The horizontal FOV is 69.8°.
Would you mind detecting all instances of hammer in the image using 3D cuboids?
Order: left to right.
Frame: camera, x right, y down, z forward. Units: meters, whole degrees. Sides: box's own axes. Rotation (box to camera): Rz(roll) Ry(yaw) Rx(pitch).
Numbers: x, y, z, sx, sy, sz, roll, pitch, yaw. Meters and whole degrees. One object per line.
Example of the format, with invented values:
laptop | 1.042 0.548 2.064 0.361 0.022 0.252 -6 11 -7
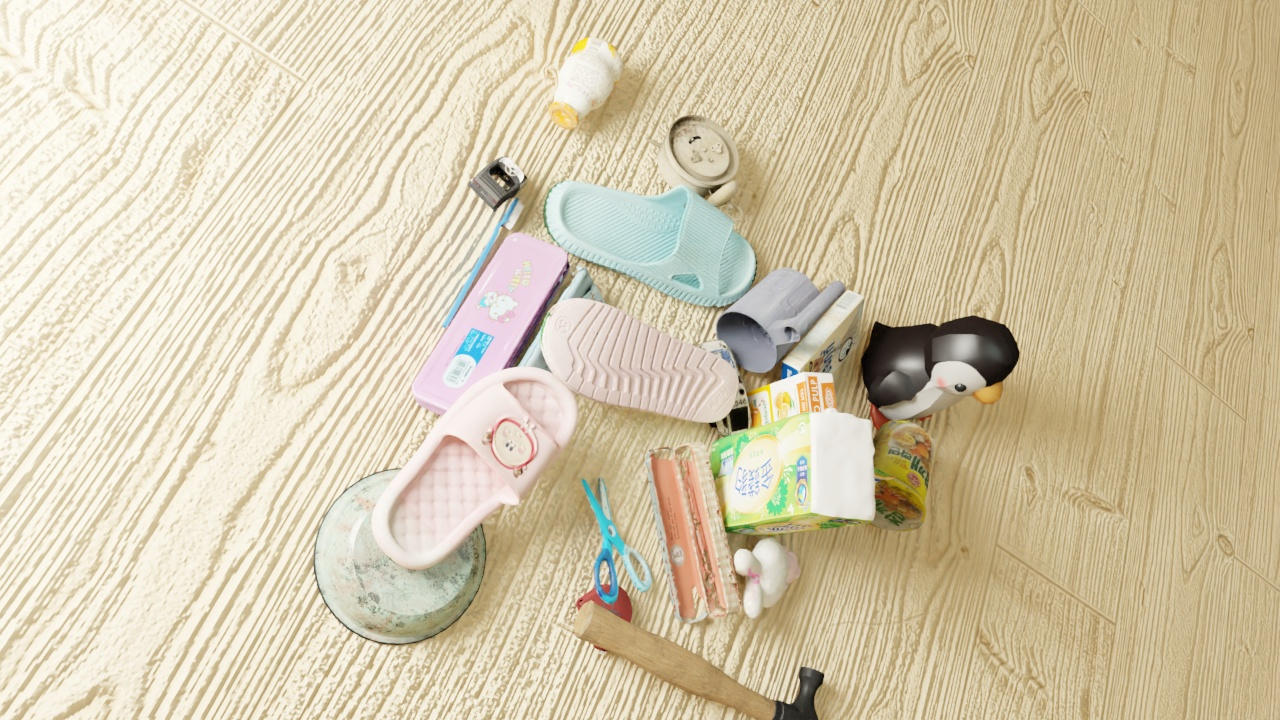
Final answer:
hammer | 0.060 0.325 0.923 0.305 0.040 0.132 33 61 -23

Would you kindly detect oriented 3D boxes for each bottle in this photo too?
bottle | -0.064 -0.306 1.020 0.063 0.063 0.108 35 62 -17

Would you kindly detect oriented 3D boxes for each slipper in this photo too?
slipper | -0.143 0.091 0.814 0.221 0.056 0.107 -45 110 -25
slipper | -0.006 0.006 0.954 0.239 0.064 0.094 20 89 -31
slipper | 0.024 -0.136 1.022 0.276 0.070 0.115 15 73 -25

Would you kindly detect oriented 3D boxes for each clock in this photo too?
clock | 0.074 -0.221 1.081 0.092 0.055 0.141 -34 87 -33

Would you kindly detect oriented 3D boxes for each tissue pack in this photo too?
tissue pack | 0.180 0.127 0.961 0.141 0.198 0.120 11 78 -25

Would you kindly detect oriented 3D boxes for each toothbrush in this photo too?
toothbrush | -0.159 -0.100 0.936 0.014 0.016 0.166 33 63 -19

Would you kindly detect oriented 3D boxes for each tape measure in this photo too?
tape measure | -0.033 0.253 0.910 0.051 0.019 0.059 -26 97 -35

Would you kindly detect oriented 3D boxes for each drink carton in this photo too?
drink carton | 0.165 0.054 1.016 0.040 0.123 0.058 3 75 -29

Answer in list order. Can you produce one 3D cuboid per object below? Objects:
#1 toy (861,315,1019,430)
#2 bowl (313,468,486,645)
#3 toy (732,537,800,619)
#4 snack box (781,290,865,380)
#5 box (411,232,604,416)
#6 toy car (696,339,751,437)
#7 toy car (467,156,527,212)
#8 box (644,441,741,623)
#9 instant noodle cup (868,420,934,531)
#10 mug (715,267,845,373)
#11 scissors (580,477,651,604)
toy | 0.365 -0.004 1.111 0.158 0.185 0.140 -15 83 -32
bowl | -0.207 0.173 0.820 0.157 0.039 0.157 8 73 -28
toy | 0.137 0.231 0.996 0.125 0.037 0.076 -4 88 -56
snack box | 0.217 -0.010 1.092 0.026 0.082 0.149 28 54 28
box | -0.118 -0.017 0.914 0.140 0.062 0.213 37 62 -20
toy car | 0.095 0.030 1.031 0.048 0.041 0.112 -12 82 -33
toy car | -0.144 -0.184 0.940 0.040 0.037 0.092 45 27 -10
box | 0.054 0.178 0.960 0.076 0.055 0.187 -13 80 1
instant noodle cup | 0.304 0.133 1.097 0.102 0.102 0.108 43 51 -13
mug | 0.162 -0.051 1.044 0.103 0.124 0.084 -41 107 -33
scissors | -0.035 0.178 0.910 0.140 0.013 0.113 65 29 -3
